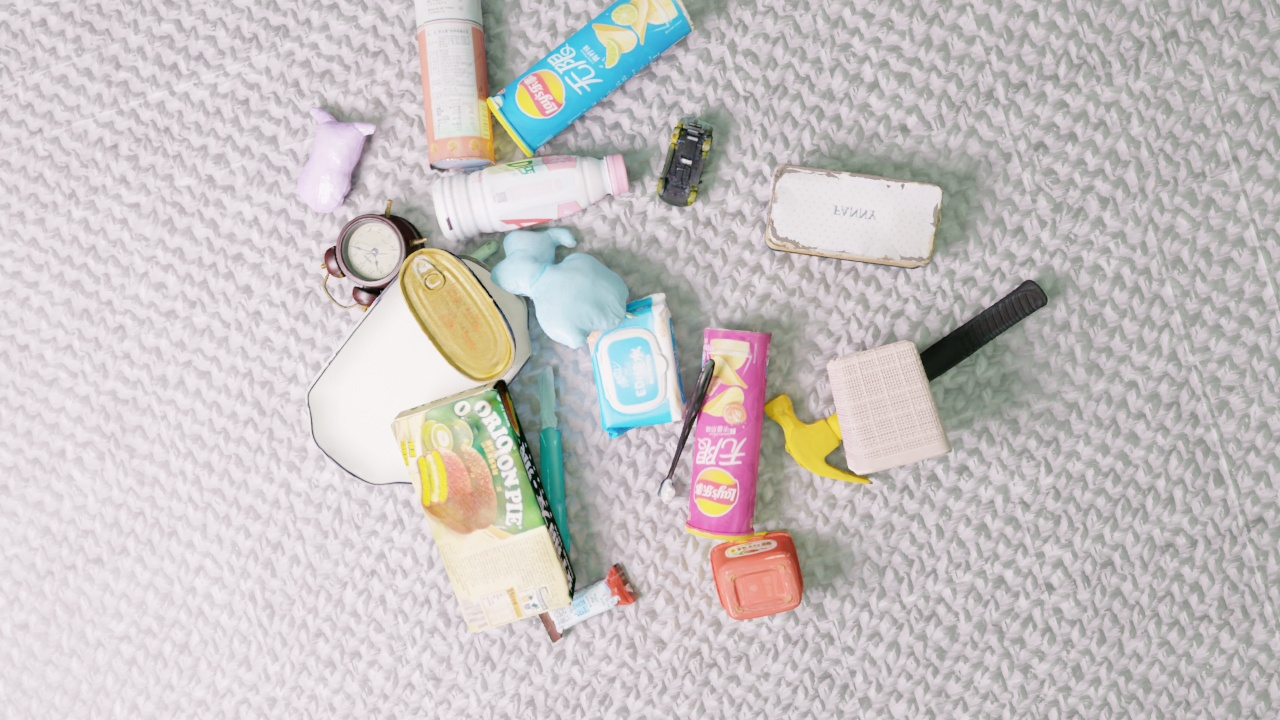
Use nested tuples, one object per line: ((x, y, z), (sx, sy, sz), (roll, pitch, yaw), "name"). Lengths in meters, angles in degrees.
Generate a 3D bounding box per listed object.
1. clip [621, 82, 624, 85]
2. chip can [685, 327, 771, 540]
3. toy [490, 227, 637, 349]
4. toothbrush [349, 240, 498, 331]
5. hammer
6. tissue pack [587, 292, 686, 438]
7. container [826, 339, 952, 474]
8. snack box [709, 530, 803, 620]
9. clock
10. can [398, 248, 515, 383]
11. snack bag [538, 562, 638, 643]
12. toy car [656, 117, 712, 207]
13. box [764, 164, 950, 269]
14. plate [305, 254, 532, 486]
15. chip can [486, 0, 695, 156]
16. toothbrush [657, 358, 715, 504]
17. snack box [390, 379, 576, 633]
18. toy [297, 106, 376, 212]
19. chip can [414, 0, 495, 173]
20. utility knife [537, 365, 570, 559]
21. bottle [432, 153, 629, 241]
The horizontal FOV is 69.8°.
((-0.042, -0.301, 0.960), (0.056, 0.014, 0.042), (7, 94, 3), "clip")
((0.091, 0.073, 0.937), (0.071, 0.071, 0.210), (5, 93, 4), "chip can")
((-0.076, -0.076, 0.922), (0.156, 0.050, 0.161), (9, 50, 6), "toy")
((-0.230, -0.071, 0.980), (0.189, 0.020, 0.029), (-34, 69, 3), "toothbrush")
((0.281, 0.016, 0.941), (0.301, 0.033, 0.129), (-35, 90, 5), "hammer")
((-0.006, 0.006, 0.945), (0.090, 0.063, 0.140), (-10, 92, 6), "tissue pack")
((0.234, 0.043, 0.887), (0.090, 0.090, 0.111), (-16, 87, 5), "container")
((0.121, 0.224, 0.938), (0.091, 0.080, 0.082), (-13, 92, 4), "snack box")
((-0.282, -0.105, 0.965), (0.122, 0.055, 0.082), (-43, 89, 6), "clock")
((-0.180, -0.046, 0.918), (0.074, 0.049, 0.148), (-35, 100, 1), "can")
((-0.058, 0.258, 0.979), (0.104, 0.026, 0.048), (-29, 84, 5), "snack bag")
((0.047, -0.203, 0.946), (0.043, 0.036, 0.091), (17, 93, 2), "toy car")
((0.219, -0.144, 0.927), (0.184, 0.061, 0.090), (10, 94, 2), "box")
((-0.230, 0.011, 0.967), (0.162, 0.034, 0.266), (38, 95, -9), "plate")
((-0.050, -0.296, 0.918), (0.210, 0.071, 0.071), (-36, 90, 7), "chip can")
((0.047, 0.074, 0.928), (0.015, 0.018, 0.181), (0, 123, -25), "toothbrush")
((-0.157, 0.149, 0.939), (0.114, 0.063, 0.240), (-18, 100, 3), "snack box")
((-0.331, -0.210, 0.972), (0.084, 0.039, 0.108), (22, 99, 17), "toy")
((-0.192, -0.305, 0.941), (0.071, 0.071, 0.214), (-5, 92, 4), "chip can")
((-0.093, 0.113, 0.981), (0.029, 0.013, 0.216), (-3, 95, 6), "utility knife")
((-0.110, -0.173, 0.945), (0.197, 0.068, 0.068), (-11, 91, 1), "bottle")
